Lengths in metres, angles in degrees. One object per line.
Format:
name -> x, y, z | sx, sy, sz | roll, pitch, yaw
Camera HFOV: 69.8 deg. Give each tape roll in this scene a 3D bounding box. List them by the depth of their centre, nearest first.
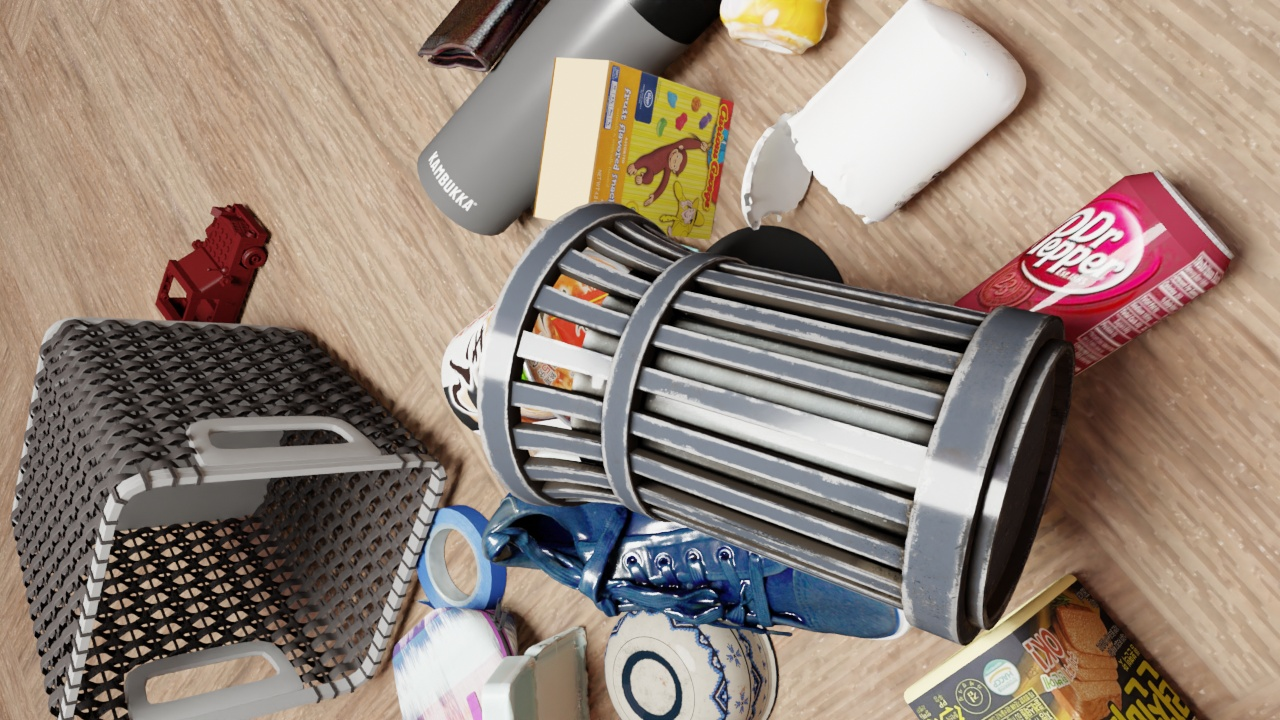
tape roll -> -0.148, 0.166, 0.751 | 0.091, 0.016, 0.093 | 9, 98, 36

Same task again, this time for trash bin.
trash bin -> 0.065, 0.025, 0.430 | 0.228, 0.164, 0.164 | 16, 102, 32

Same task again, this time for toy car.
toy car -> -0.436, -0.073, 0.923 | 0.070, 0.061, 0.170 | 43, 117, 26

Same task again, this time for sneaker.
sneaker -> 0.013, 0.122, 0.542 | 0.295, 0.127, 0.121 | 6, 127, 38

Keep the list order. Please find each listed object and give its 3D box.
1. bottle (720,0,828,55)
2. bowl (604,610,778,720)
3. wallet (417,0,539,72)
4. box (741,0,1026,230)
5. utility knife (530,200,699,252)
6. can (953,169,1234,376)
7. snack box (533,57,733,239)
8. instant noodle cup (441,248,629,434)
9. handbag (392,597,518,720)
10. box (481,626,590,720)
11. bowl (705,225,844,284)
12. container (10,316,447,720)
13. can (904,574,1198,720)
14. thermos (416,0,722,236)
bottle -> 0.085, -0.233, 0.521 | 0.063, 0.063, 0.109 | 23, 107, 34
bowl -> 0.024, 0.203, 0.598 | 0.116, 0.059, 0.115 | 3, 95, 37
wallet -> -0.106, -0.248, 0.640 | 0.099, 0.031, 0.120 | -53, 33, -5
box -> 0.118, -0.120, 0.498 | 0.092, 0.081, 0.161 | 50, 122, 9
utility knife -> -0.026, -0.091, 0.637 | 0.168, 0.015, 0.022 | 27, 92, 39
can -> 0.211, -0.033, 0.439 | 0.114, 0.063, 0.063 | -42, 69, 31
snack box -> -0.001, -0.123, 0.553 | 0.040, 0.125, 0.088 | 17, 103, 35
instant noodle cup -> -0.067, 0.001, 0.625 | 0.122, 0.123, 0.123 | -18, 82, 45
handbag -> -0.129, 0.277, 0.677 | 0.145, 0.068, 0.169 | -44, 46, 30
box -> -0.070, 0.297, 0.628 | 0.043, 0.135, 0.197 | -2, 92, 19
bowl -> 0.060, -0.022, 0.560 | 0.124, 0.052, 0.124 | 3, 95, 37
container -> -0.352, 0.121, 0.755 | 0.244, 0.246, 0.246 | 39, 115, 37
can -> 0.196, 0.167, 0.424 | 0.073, 0.130, 0.101 | -49, 63, 28
thermos -> -0.049, -0.187, 0.612 | 0.241, 0.082, 0.082 | -38, 71, 32
